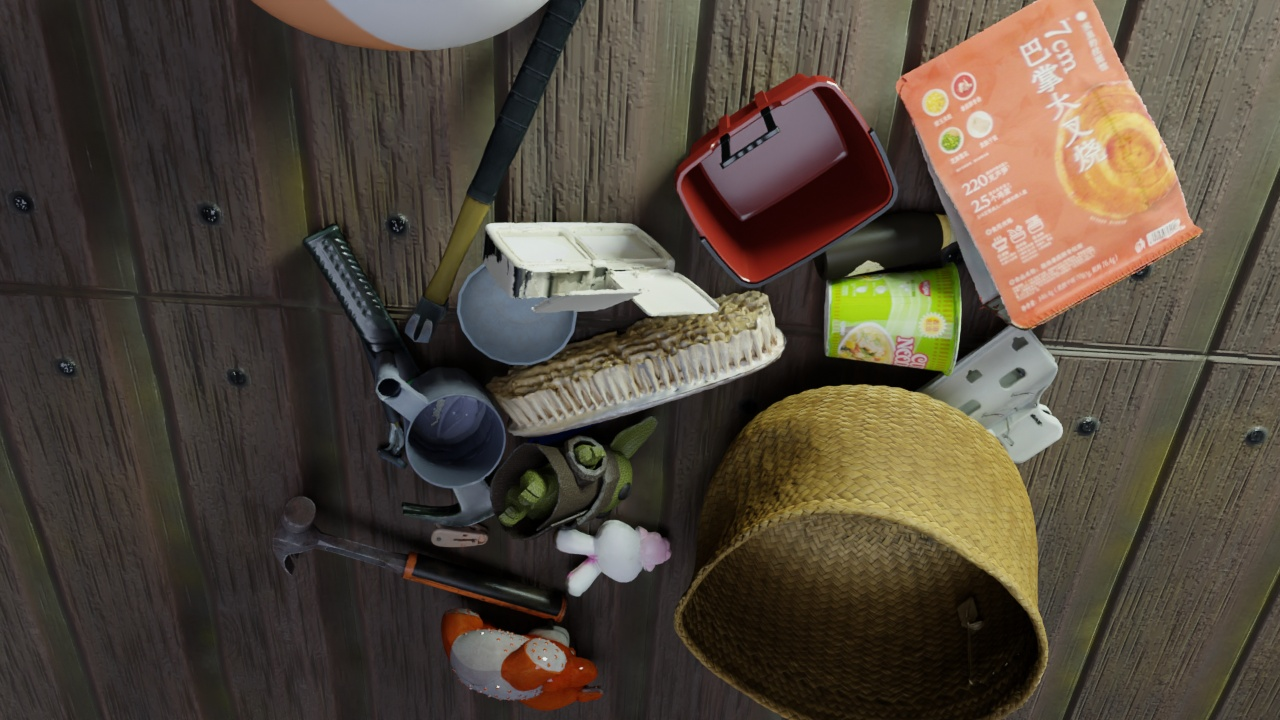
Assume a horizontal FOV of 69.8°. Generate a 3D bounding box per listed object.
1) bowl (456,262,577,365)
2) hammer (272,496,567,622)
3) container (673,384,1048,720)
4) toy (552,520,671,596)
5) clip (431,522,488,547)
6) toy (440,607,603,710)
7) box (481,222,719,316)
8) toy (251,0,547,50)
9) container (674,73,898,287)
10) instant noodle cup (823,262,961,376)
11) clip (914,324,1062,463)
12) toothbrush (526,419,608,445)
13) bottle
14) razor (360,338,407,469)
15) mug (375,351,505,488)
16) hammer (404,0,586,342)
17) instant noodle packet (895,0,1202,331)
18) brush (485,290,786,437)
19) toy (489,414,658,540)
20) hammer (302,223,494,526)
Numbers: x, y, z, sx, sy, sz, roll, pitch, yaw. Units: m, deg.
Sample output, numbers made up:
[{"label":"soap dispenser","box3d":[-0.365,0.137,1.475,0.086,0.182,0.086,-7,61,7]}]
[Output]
[{"label":"bowl","box3d":[-0.109,-0.051,0.829,0.106,0.039,0.106,1,118,1]},{"label":"hammer","box3d":[-0.229,0.227,0.972,0.314,0.034,0.138,21,142,-17]},{"label":"container","box3d":[0.202,0.176,0.826,0.307,0.196,0.308,10,132,11]},{"label":"toy","box3d":[-0.029,0.203,0.965,0.123,0.038,0.079,-9,105,6]},{"label":"clip","box3d":[-0.190,0.183,0.956,0.061,0.041,0.024,15,119,-1]},{"label":"toy","box3d":[-0.120,0.323,0.988,0.164,0.092,0.172,6,155,32]},{"label":"box","box3d":[-0.033,-0.071,0.720,0.143,0.184,0.050,-5,119,-26]},{"label":"toy","box3d":[-0.164,-0.326,0.565,0.281,0.262,0.266,-6,117,24]},{"label":"container","box3d":[0.106,-0.135,0.688,0.148,0.200,0.127,-31,113,16]},{"label":"instant noodle cup","box3d":[0.217,-0.036,0.804,0.108,0.098,0.099,1,118,9]},{"label":"clip","box3d":[0.329,0.028,0.862,0.126,0.095,0.152,-39,131,21]},{"label":"toothbrush","box3d":[-0.032,0.051,0.898,0.183,0.018,0.016,-22,115,16]},{"label":"bottle","box3d":[0.242,-0.108,0.788,0.184,0.045,0.045,-11,117,-1]},{"label":"razor","box3d":[-0.249,0.037,0.892,0.043,0.022,0.144,17,122,39]},{"label":"mug","box3d":[-0.183,0.043,0.807,0.124,0.104,0.084,41,90,-22]},{"label":"hammer","box3d":[-0.119,-0.157,0.743,0.025,0.117,0.334,25,111,-11]},{"label":"instant noodle packet","box3d":[0.316,-0.161,0.727,0.164,0.084,0.221,-29,107,5]},{"label":"brush","box3d":[-0.005,0.005,0.832,0.271,0.083,0.057,-17,117,11]},{"label":"toy","box3d":[-0.069,0.119,0.864,0.180,0.152,0.078,-47,64,30]},{"label":"hammer","box3d":[-0.220,0.021,0.862,0.130,0.032,0.319,-28,111,-8]}]
